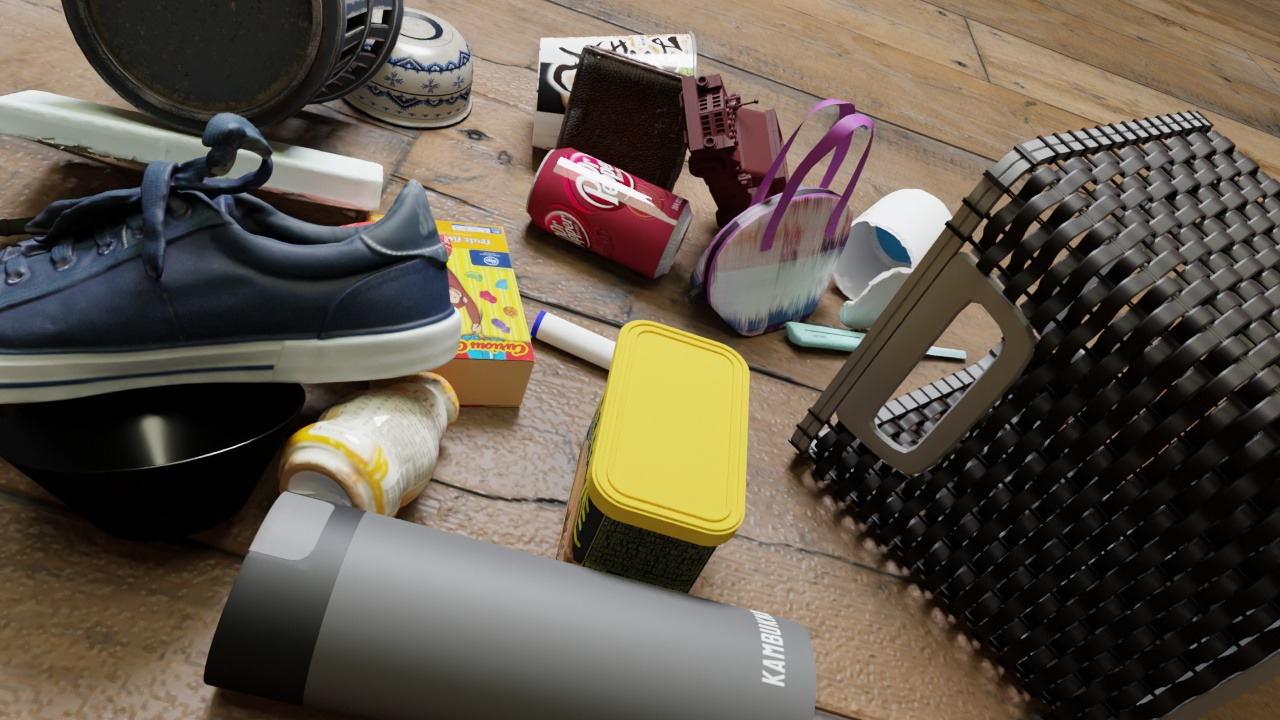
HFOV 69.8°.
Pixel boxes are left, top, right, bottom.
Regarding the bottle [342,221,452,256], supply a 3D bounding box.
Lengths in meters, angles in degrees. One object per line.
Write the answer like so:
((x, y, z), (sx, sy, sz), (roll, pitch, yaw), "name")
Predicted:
((-0.172, -0.054, 0.518), (0.142, 0.042, 0.041), (-7, 37, 18), "bottle")

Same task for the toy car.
((0.076, -0.150, 0.689), (0.062, 0.170, 0.070), (-9, 75, 14), "toy car")

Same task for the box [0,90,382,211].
((-0.257, -0.123, 0.553), (0.197, 0.043, 0.136), (11, 5, -18), "box")

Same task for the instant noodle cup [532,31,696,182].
((-0.026, -0.215, 0.761), (0.121, 0.124, 0.123), (4, 43, -8), "instant noodle cup")

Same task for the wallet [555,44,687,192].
((-0.013, -0.170, 0.708), (0.099, 0.120, 0.031), (16, 28, -8), "wallet")

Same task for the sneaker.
((-0.237, -0.051, 0.429), (0.294, 0.127, 0.120), (-4, 19, -9), "sneaker")

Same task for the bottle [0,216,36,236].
((-0.322, -0.083, 0.543), (0.105, 0.025, 0.025), (-13, 52, -35), "bottle")

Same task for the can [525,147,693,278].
((-0.022, -0.109, 0.680), (0.114, 0.063, 0.063), (24, 40, 1), "can")

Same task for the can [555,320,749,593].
((0.003, 0.062, 0.478), (0.072, 0.101, 0.130), (18, 41, -7), "can")

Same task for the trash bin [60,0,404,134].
((-0.243, -0.229, 0.574), (0.164, 0.164, 0.227), (11, 21, -13), "trash bin")

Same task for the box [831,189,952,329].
((0.199, -0.079, 0.738), (0.092, 0.082, 0.160), (54, 45, 3), "box")

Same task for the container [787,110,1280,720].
((0.290, 0.038, 0.531), (0.245, 0.248, 0.243), (-17, 58, -37), "container")

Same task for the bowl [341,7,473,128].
((-0.191, -0.248, 0.755), (0.115, 0.059, 0.115), (13, 42, -12), "bowl")

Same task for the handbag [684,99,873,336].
((0.110, -0.105, 0.653), (0.144, 0.170, 0.068), (-15, 53, -36), "handbag")

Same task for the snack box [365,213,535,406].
((-0.123, -0.032, 0.568), (0.088, 0.040, 0.125), (2, 45, -23), "snack box")

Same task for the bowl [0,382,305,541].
((-0.215, 0.047, 0.418), (0.124, 0.052, 0.124), (1, 19, 0), "bowl")

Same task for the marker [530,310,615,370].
((-0.004, 0.004, 0.602), (0.141, 0.020, 0.020), (24, 40, 1), "marker")

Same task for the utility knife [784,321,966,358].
((0.187, -0.011, 0.712), (0.168, 0.015, 0.022), (7, 42, -23), "utility knife")

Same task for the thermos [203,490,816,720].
((-0.052, 0.126, 0.398), (0.240, 0.082, 0.082), (16, 41, -8), "thermos")

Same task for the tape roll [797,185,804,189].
((0.143, -0.122, 0.806), (0.091, 0.016, 0.092), (19, 41, -4), "tape roll")

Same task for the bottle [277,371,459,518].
((-0.132, 0.043, 0.467), (0.063, 0.063, 0.108), (27, 29, 5), "bottle")
